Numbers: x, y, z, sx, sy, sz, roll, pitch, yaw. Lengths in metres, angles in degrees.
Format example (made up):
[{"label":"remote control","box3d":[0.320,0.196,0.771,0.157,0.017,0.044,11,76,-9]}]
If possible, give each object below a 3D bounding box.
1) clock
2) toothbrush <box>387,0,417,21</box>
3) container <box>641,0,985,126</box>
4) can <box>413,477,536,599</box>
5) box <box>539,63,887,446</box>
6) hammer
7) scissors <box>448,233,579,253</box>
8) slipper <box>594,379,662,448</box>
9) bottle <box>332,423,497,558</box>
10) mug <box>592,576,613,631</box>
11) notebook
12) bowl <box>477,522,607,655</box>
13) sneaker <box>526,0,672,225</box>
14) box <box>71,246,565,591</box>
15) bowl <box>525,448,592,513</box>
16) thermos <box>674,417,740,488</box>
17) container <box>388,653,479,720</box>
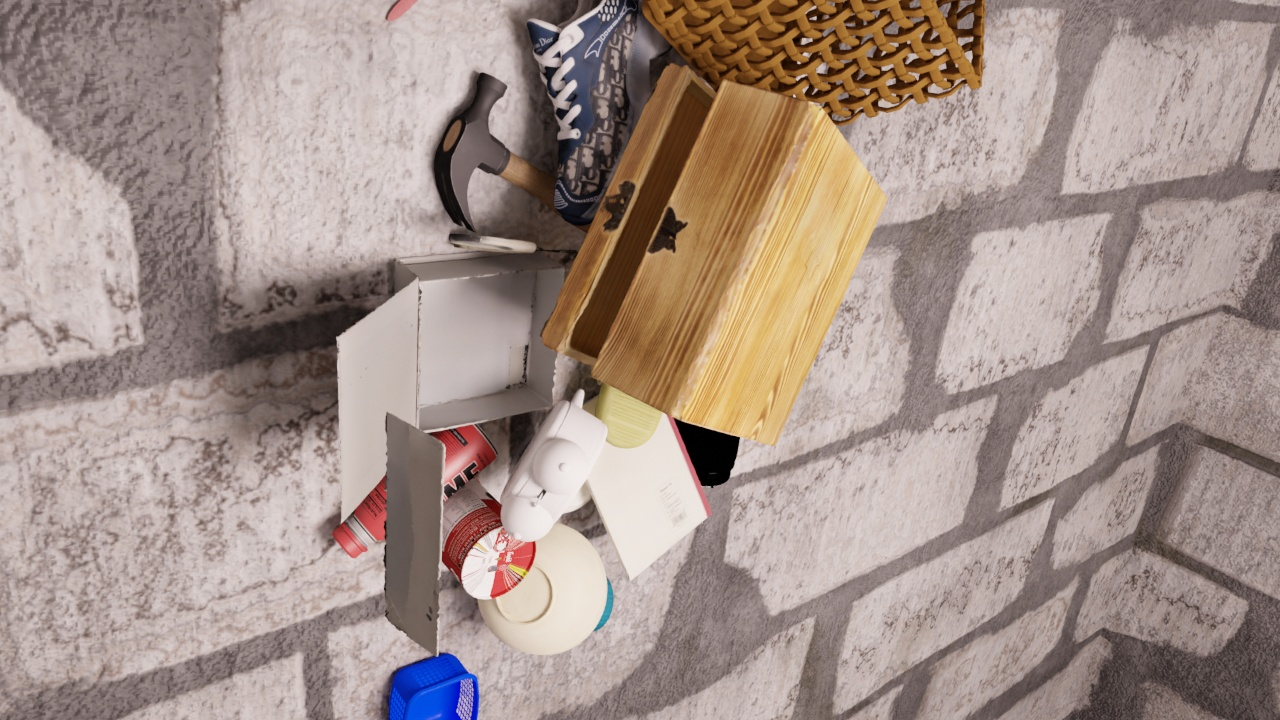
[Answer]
[{"label":"clock","box3d":[-0.082,0.110,0.931,0.073,0.160,0.125,32,109,-7]},{"label":"toothbrush","box3d":[-0.149,-0.351,0.778,0.184,0.016,0.015,-48,128,-8]},{"label":"container","box3d":[0.166,-0.377,0.824,0.219,0.215,0.251,32,61,-45]},{"label":"can","box3d":[-0.176,0.182,0.966,0.086,0.116,0.087,-19,124,-32]},{"label":"box","box3d":[0.084,-0.084,0.855,0.244,0.168,0.279,21,93,-56]},{"label":"hammer","box3d":[-0.073,-0.155,0.934,0.305,0.040,0.132,24,92,-45]},{"label":"scissors","box3d":[-0.105,-0.106,0.864,0.162,0.155,0.012,1,94,-43]},{"label":"slipper","box3d":[-0.006,0.006,1.035,0.091,0.082,0.190,18,80,-21]},{"label":"bottle","box3d":[-0.231,0.130,0.931,0.176,0.062,0.062,-40,132,-17]},{"label":"mug","box3d":[-0.105,0.301,1.122,0.107,0.083,0.114,19,111,-48]},{"label":"notebook","box3d":[0.000,0.128,1.077,0.152,0.012,0.209,-31,105,-38]},{"label":"bowl","box3d":[-0.118,0.256,1.019,0.150,0.151,0.075,-57,168,-1]},{"label":"sneaker","box3d":[-0.052,-0.264,0.847,0.132,0.103,0.269,16,89,-31]},{"label":"box","box3d":[-0.237,0.020,0.788,0.477,0.119,0.167,-29,132,-54]},{"label":"bowl","box3d":[-0.086,0.131,1.061,0.104,0.054,0.105,-20,125,-31]},{"label":"thermos","box3d":[0.086,0.072,1.152,0.086,0.086,0.199,-12,120,-36]},{"label":"container","box3d":[-0.243,0.403,1.068,0.096,0.058,0.114,-10,118,-37]}]
